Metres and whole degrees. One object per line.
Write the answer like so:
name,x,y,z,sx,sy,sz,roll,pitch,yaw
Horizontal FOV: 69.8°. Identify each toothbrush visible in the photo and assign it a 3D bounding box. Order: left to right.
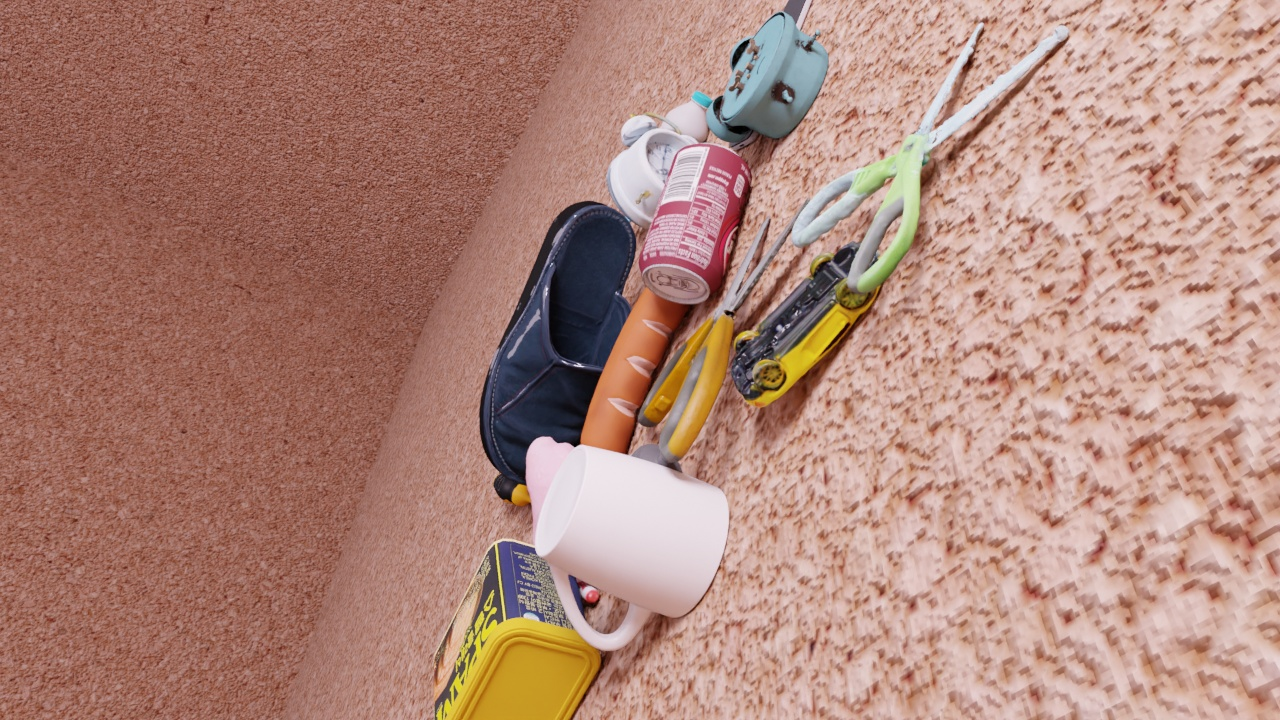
toothbrush,-0.121,0.135,0.928,0.031,0.031,0.197,-64,19,-9

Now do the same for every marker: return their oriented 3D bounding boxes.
marker,-0.057,0.169,0.714,0.012,0.012,0.142,-69,17,-9

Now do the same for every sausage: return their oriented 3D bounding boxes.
sausage,-0.004,0.004,0.727,0.044,0.039,0.164,24,90,34

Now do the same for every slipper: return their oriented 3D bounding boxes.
slipper,-0.060,-0.003,0.802,0.083,0.108,0.266,34,107,53

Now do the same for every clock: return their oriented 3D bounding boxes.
clock,0.016,-0.175,0.833,0.057,0.083,0.117,-37,44,49
clock,0.093,-0.212,0.703,0.090,0.053,0.124,-66,17,-4

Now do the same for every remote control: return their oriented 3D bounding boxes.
remote control,0.111,-0.247,0.774,0.146,0.008,0.045,-68,17,-7

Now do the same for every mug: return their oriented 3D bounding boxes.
mug,-0.014,0.111,0.532,0.114,0.087,0.081,-65,17,2

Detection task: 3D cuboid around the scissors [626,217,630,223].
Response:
scissors,0.011,-0.203,0.977,0.133,0.011,0.140,-66,3,-28

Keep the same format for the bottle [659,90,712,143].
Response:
bottle,0.028,-0.199,0.901,0.136,0.044,0.044,-58,18,25

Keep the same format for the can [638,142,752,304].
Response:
can,0.042,-0.104,0.692,0.063,0.063,0.114,-33,35,61

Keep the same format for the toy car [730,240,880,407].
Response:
toy car,0.089,-0.019,0.491,0.107,0.030,0.049,-47,21,14

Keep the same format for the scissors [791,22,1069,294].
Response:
scissors,0.134,-0.105,0.466,0.171,0.024,0.166,-60,15,-17

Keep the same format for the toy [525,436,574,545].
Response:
toy,-0.055,0.107,0.712,0.093,0.050,0.102,-14,83,44

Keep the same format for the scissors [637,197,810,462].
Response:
scissors,0.043,-0.008,0.595,0.226,0.016,0.229,-56,7,37

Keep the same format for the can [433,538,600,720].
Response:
can,-0.093,0.209,0.641,0.135,0.075,0.104,-62,22,17

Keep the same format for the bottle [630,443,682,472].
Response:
bottle,-0.013,0.101,0.625,0.130,0.040,0.040,-52,21,38
